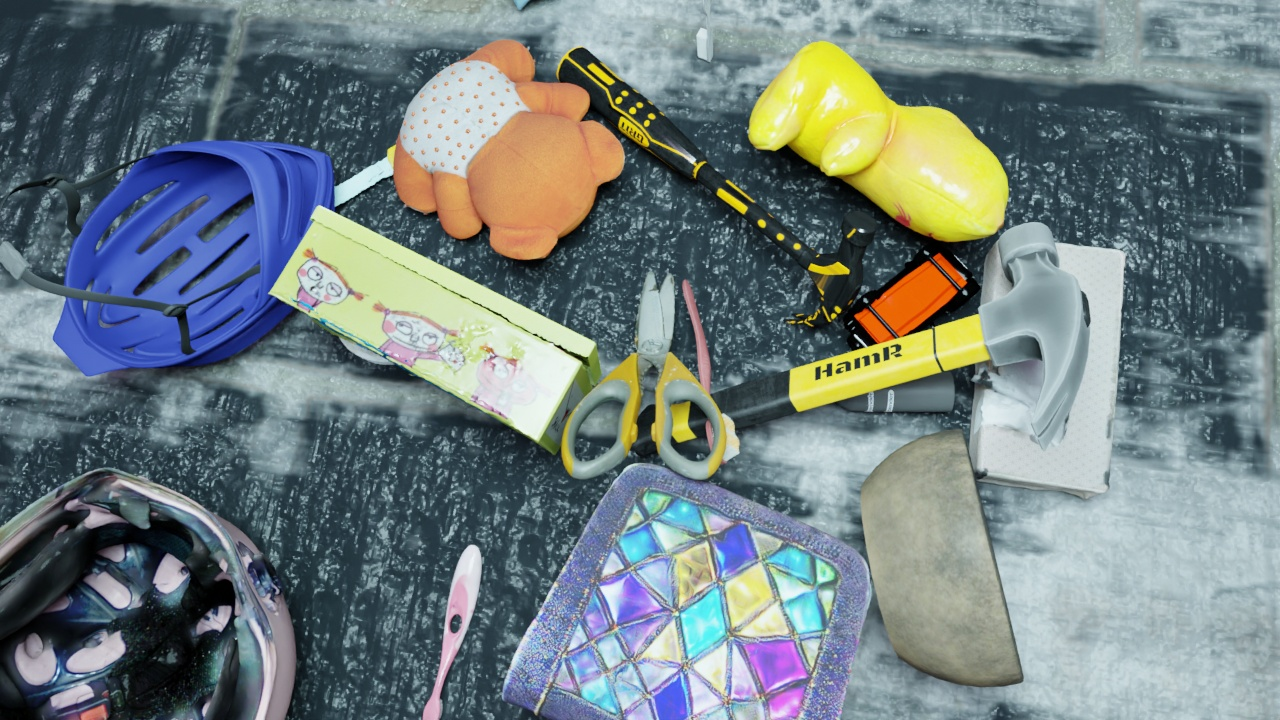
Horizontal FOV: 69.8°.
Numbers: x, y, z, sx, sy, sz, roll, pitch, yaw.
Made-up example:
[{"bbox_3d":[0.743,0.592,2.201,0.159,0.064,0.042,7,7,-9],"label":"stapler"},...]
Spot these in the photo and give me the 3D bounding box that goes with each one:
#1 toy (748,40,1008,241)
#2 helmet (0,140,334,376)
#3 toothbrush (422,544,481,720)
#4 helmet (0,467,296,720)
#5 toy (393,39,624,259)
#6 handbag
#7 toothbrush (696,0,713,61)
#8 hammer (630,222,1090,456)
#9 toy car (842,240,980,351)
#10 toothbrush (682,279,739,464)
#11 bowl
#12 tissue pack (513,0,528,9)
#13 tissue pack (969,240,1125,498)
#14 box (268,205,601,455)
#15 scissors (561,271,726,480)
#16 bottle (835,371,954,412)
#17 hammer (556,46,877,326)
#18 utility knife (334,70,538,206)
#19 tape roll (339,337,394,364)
[{"bbox_3d":[0.176,-0.159,0.670,0.194,0.134,0.087,30,107,4],"label":"toy"},{"bbox_3d":[-0.339,-0.088,0.667,0.241,0.228,0.148,-44,86,-4],"label":"helmet"},{"bbox_3d":[-0.141,0.206,0.687,0.021,0.016,0.134,11,76,8],"label":"toothbrush"},{"bbox_3d":[-0.346,0.213,0.633,0.255,0.153,0.229,37,76,19],"label":"helmet"},{"bbox_3d":[-0.104,-0.161,0.730,0.172,0.093,0.163,39,87,18],"label":"toy"},{"bbox_3d":[0.034,0.201,0.611,0.205,0.125,0.221,21,78,10],"label":"handbag"},{"bbox_3d":[0.046,-0.287,0.693,0.010,0.181,0.010,25,75,14],"label":"toothbrush"},{"bbox_3d":[0.133,0.016,0.625,0.325,0.034,0.169,-18,39,27],"label":"hammer"},{"bbox_3d":[0.200,-0.041,0.688,0.100,0.049,0.051,-38,75,-3],"label":"toy car"},{"bbox_3d":[0.047,0.000,0.670,0.016,0.015,0.184,-36,40,25],"label":"toothbrush"},{"bbox_3d":[0.193,0.130,0.597,0.070,0.162,0.162,-14,75,19],"label":"bowl"},{"bbox_3d":[-0.083,-0.401,0.792,0.112,0.070,0.181,-19,75,2],"label":"tissue pack"},{"bbox_3d":[0.289,0.002,0.662,0.104,0.071,0.181,9,82,7],"label":"tissue pack"},{"bbox_3d":[-0.143,-0.020,0.674,0.221,0.124,0.082,29,81,8],"label":"box"},{"bbox_3d":[-0.004,0.003,0.656,0.134,0.016,0.227,-6,41,-1],"label":"scissors"},{"bbox_3d":[0.173,0.023,0.685,0.113,0.030,0.030,0,77,6],"label":"bottle"},{"bbox_3d":[0.045,-0.146,0.715,0.036,0.123,0.320,-33,64,-29],"label":"hammer"},{"bbox_3d":[-0.181,-0.186,0.779,0.218,0.019,0.030,-30,73,-6],"label":"utility knife"},{"bbox_3d":[-0.205,-0.043,0.751,0.093,0.013,0.093,-1,78,5],"label":"tape roll"}]
